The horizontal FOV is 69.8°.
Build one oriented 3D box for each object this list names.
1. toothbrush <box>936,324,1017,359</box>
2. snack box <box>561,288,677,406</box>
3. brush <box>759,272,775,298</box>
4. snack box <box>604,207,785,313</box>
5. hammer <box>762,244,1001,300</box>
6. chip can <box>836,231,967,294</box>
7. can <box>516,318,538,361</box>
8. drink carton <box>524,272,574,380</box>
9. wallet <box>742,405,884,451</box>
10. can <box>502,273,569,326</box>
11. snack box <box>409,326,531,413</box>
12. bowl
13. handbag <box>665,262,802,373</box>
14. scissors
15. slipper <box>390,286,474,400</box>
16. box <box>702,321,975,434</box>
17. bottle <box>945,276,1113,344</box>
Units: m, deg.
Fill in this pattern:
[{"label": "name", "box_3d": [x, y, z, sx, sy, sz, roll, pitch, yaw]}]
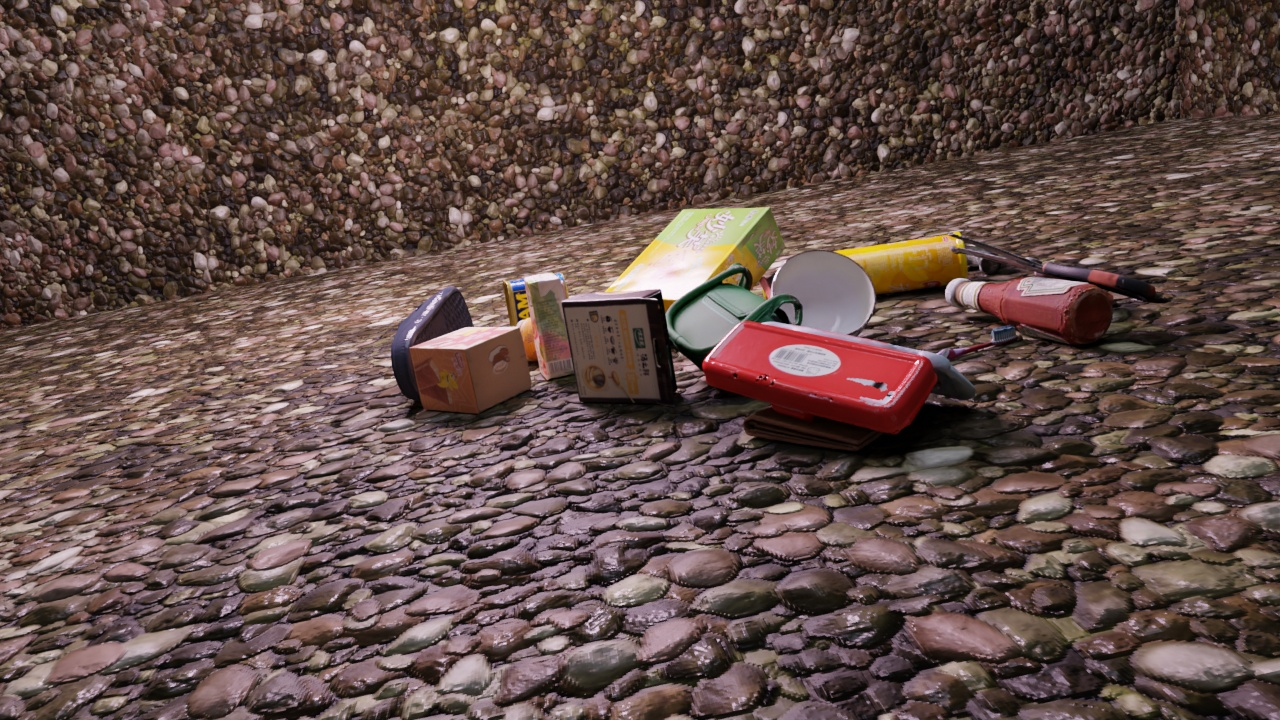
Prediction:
[{"label": "toothbrush", "box_3d": [0.302, -0.008, 0.915, 0.187, 0.017, 0.016, -14, 15, -19]}, {"label": "snack box", "box_3d": [-0.015, -0.013, 0.956, 0.126, 0.113, 0.053, 0, 17, 31]}, {"label": "brush", "box_3d": [0.175, -0.065, 1.156, 0.069, 0.063, 0.145, -39, 11, 12]}, {"label": "snack box", "box_3d": [0.072, -0.119, 1.223, 0.158, 0.070, 0.209, 7, 46, 43]}, {"label": "hammer", "box_3d": [0.338, -0.126, 1.328, 0.323, 0.032, 0.126, -9, 14, 4]}, {"label": "chip can", "box_3d": [0.327, -0.123, 1.243, 0.213, 0.072, 0.072, -8, 14, 11]}, {"label": "can", "box_3d": [-0.086, -0.032, 1.191, 0.146, 0.058, 0.058, -5, 15, 18]}, {"label": "drink carton", "box_3d": [-0.108, -0.043, 1.117, 0.045, 0.122, 0.053, -11, 14, -11]}, {"label": "wallet", "box_3d": [0.163, 0.049, 0.790, 0.115, 0.020, 0.101, 9, 22, 44]}, {"label": "can", "box_3d": [-0.142, -0.068, 1.283, 0.083, 0.102, 0.057, -11, 14, -12]}, {"label": "snack box", "box_3d": [-0.196, 0.009, 1.065, 0.095, 0.077, 0.092, 2, 18, 37]}, {"label": "bowl", "box_3d": [0.203, -0.060, 1.044, 0.116, 0.116, 0.066, -12, -26, -8]}, {"label": "handbag", "box_3d": [0.095, -0.040, 0.962, 0.120, 0.068, 0.131, -45, 31, -2]}, {"label": "scissors", "box_3d": [0.425, -0.091, 0.947, 0.225, 0.015, 0.189, 19, 4, -15]}, {"label": "slipper", "box_3d": [-0.283, -0.022, 1.190, 0.083, 0.111, 0.267, -10, 17, 10]}, {"label": "box", "box_3d": [0.169, 0.006, 0.793, 0.154, 0.074, 0.201, -14, 20, -43]}, {"label": "bottle", "box_3d": [0.399, -0.060, 0.971, 0.059, 0.060, 0.206, -14, 14, -16]}]
